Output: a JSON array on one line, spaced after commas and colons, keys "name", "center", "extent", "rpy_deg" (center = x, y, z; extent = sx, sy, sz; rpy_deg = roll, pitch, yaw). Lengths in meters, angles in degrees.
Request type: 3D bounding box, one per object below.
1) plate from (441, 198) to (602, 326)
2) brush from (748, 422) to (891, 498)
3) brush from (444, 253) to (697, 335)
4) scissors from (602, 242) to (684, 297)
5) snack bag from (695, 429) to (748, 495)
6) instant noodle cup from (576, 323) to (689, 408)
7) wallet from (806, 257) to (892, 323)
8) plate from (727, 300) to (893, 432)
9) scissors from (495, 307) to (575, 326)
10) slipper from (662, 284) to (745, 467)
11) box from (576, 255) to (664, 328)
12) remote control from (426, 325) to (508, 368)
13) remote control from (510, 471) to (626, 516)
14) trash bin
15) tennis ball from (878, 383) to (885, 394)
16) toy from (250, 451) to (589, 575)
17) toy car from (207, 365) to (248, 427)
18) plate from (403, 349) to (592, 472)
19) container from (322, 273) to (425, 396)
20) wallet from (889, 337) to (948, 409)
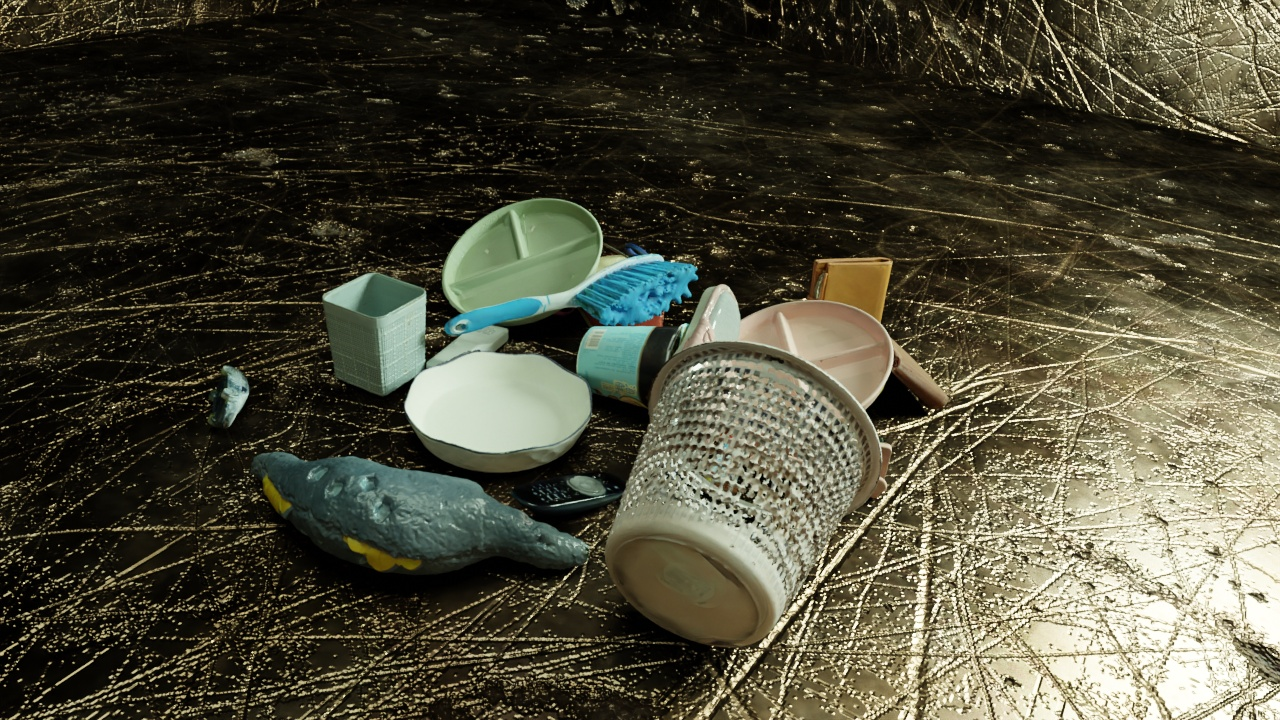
[{"name": "plate", "center": [-0.161, -0.135, 1.260], "extent": [0.230, 0.027, 0.229], "rpy_deg": [-9, 52, 11]}, {"name": "brush", "center": [0.184, 0.104, 0.962], "extent": [0.146, 0.063, 0.072], "rpy_deg": [11, 27, 5]}, {"name": "brush", "center": [-0.078, -0.071, 1.129], "extent": [0.313, 0.061, 0.109], "rpy_deg": [-25, 42, -32]}, {"name": "scissors", "center": [-0.003, -0.140, 1.336], "extent": [0.162, 0.012, 0.176], "rpy_deg": [35, -7, -3]}, {"name": "snack bag", "center": [0.094, 0.109, 0.984], "extent": [0.048, 0.026, 0.103], "rpy_deg": [8, 30, 21]}, {"name": "instant noodle cup", "center": [-0.006, 0.006, 1.079], "extent": [0.121, 0.111, 0.111], "rpy_deg": [7, 30, 21]}, {"name": "wallet", "center": [0.270, -0.071, 1.209], "extent": [0.107, 0.132, 0.031], "rpy_deg": [-3, 28, -11]}, {"name": "plate", "center": [0.183, 0.010, 1.090], "extent": [0.230, 0.028, 0.229], "rpy_deg": [-13, 40, 10]}, {"name": "scissors", "center": [-0.149, -0.068, 1.261], "extent": [0.093, 0.017, 0.137], "rpy_deg": [31, 43, 26]}, {"name": "slipper", "center": [0.079, 0.012, 1.029], "extent": [0.055, 0.114, 0.273], "rpy_deg": [-7, 36, 28]}, {"name": "box", "center": [-0.031, -0.088, 1.248], "extent": [0.091, 0.077, 0.168], "rpy_deg": [-8, 34, -20]}, {"name": "remote control", "center": [-0.216, -0.013, 1.147], "extent": [0.049, 0.024, 0.124], "rpy_deg": [13, 31, 18]}, {"name": "remote control", "center": [-0.070, 0.134, 0.905], "extent": [0.053, 0.024, 0.136], "rpy_deg": [26, 20, 40]}, {"name": "trash bin", "center": [0.074, 0.126, 0.795], "extent": [0.228, 0.228, 0.191], "rpy_deg": [16, 45, 18]}, {"name": "tennis ball", "center": [0.266, 0.020, 1.119], "extent": [0.065, 0.066, 0.065], "rpy_deg": [4, 31, -2]}, {"name": "toy", "center": [-0.224, 0.140, 0.839], "extent": [0.356, 0.091, 0.137], "rpy_deg": [12, 4, 10]}, {"name": "toy car", "center": [-0.451, 0.041, 1.008], "extent": [0.034, 0.043, 0.090], "rpy_deg": [28, 13, -32]}, {"name": "plate", "center": [-0.156, 0.056, 1.019], "extent": [0.205, 0.046, 0.204], "rpy_deg": [3, 30, -2]}, {"name": "container", "center": [-0.308, -0.028, 1.073], "extent": [0.090, 0.112, 0.089], "rpy_deg": [19, 33, 22]}, {"name": "wallet", "center": [0.320, 0.002, 1.136], "extent": [0.101, 0.032, 0.124], "rpy_deg": [39, 15, -29]}]
